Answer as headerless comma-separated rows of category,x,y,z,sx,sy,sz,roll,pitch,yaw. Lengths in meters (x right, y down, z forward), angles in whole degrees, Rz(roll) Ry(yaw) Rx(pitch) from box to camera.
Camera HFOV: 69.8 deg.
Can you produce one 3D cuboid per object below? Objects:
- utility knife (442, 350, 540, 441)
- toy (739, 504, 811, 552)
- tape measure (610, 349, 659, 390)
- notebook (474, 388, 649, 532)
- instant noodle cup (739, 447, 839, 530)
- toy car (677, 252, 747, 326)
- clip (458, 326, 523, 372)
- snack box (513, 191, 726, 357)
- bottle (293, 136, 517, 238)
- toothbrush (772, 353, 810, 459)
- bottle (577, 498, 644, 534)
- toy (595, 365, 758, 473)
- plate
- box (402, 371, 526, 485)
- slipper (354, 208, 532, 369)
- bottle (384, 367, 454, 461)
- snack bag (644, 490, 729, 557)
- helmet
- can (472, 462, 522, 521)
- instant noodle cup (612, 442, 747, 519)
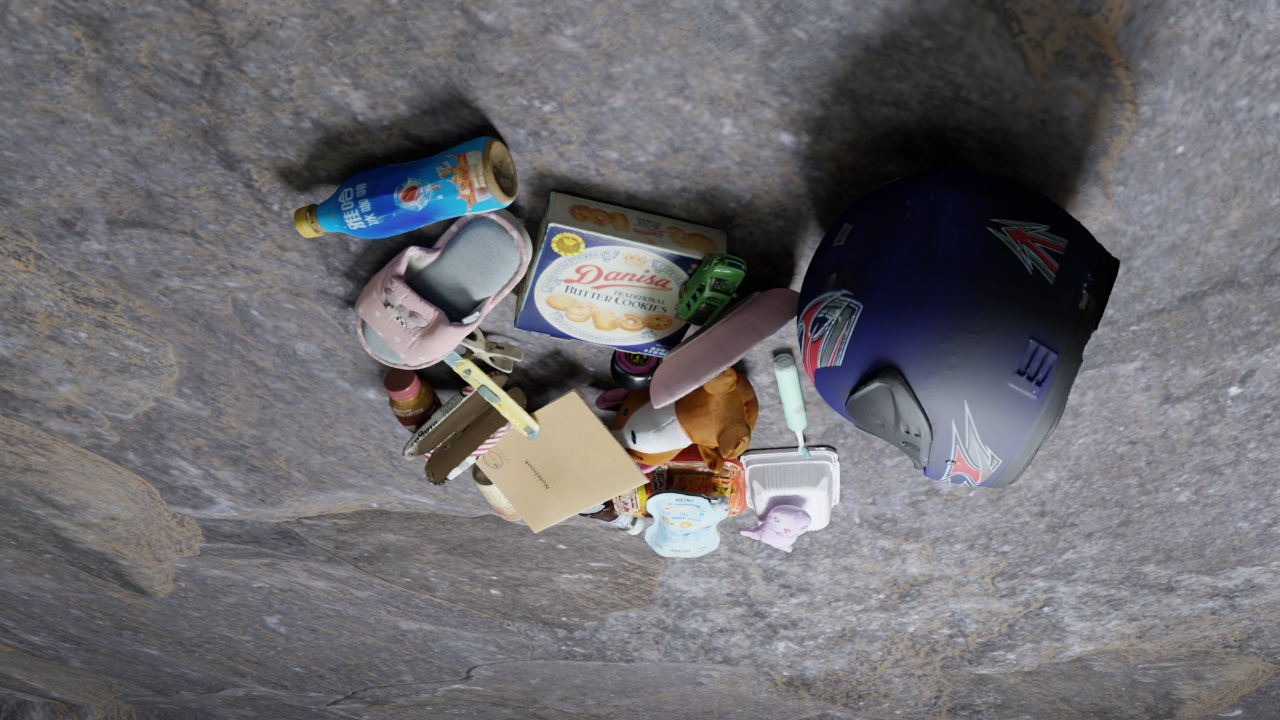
utility knife,-0.181,0.032,1.072,0.031,0.021,0.198,-29,119,21
toy,0.196,0.232,1.285,0.084,0.038,0.108,19,144,-8
tape measure,-0.006,0.006,1.063,0.058,0.057,0.039,0,147,-11
notebook,-0.107,0.131,1.146,0.208,0.008,0.148,-29,105,35
instant noodle cup,0.217,0.192,1.313,0.138,0.060,0.174,-4,146,10
toy car,0.069,-0.069,0.892,0.043,0.036,0.091,14,140,-17
clip,-0.197,-0.011,1.073,0.082,0.034,0.104,-27,137,34
snack box,-0.026,-0.081,0.949,0.178,0.045,0.183,11,145,-12
bottle,-0.222,-0.151,0.847,0.219,0.065,0.065,-10,143,19
toothbrush,0.194,0.064,1.156,0.026,0.027,0.225,-36,143,-10
bottle,-0.064,0.212,1.376,0.080,0.044,0.195,-20,140,31
toy,0.041,0.075,1.108,0.200,0.140,0.130,-12,-177,34
plate,0.082,-0.021,0.942,0.193,0.191,0.039,-33,93,40
box,-0.223,0.074,1.130,0.163,0.076,0.087,-42,122,8
slipper,-0.214,-0.064,0.950,0.275,0.054,0.114,-31,104,36
bottle,-0.279,0.072,1.176,0.057,0.057,0.175,-3,145,8
snack bag,0.060,0.220,1.246,0.110,0.038,0.191,9,149,4
helmet,0.264,-0.028,0.838,0.240,0.246,0.316,22,154,18
can,-0.199,0.184,1.331,0.058,0.058,0.116,-5,145,11
instant noodle cup,0.052,0.154,1.252,0.189,0.079,0.165,0,146,6
